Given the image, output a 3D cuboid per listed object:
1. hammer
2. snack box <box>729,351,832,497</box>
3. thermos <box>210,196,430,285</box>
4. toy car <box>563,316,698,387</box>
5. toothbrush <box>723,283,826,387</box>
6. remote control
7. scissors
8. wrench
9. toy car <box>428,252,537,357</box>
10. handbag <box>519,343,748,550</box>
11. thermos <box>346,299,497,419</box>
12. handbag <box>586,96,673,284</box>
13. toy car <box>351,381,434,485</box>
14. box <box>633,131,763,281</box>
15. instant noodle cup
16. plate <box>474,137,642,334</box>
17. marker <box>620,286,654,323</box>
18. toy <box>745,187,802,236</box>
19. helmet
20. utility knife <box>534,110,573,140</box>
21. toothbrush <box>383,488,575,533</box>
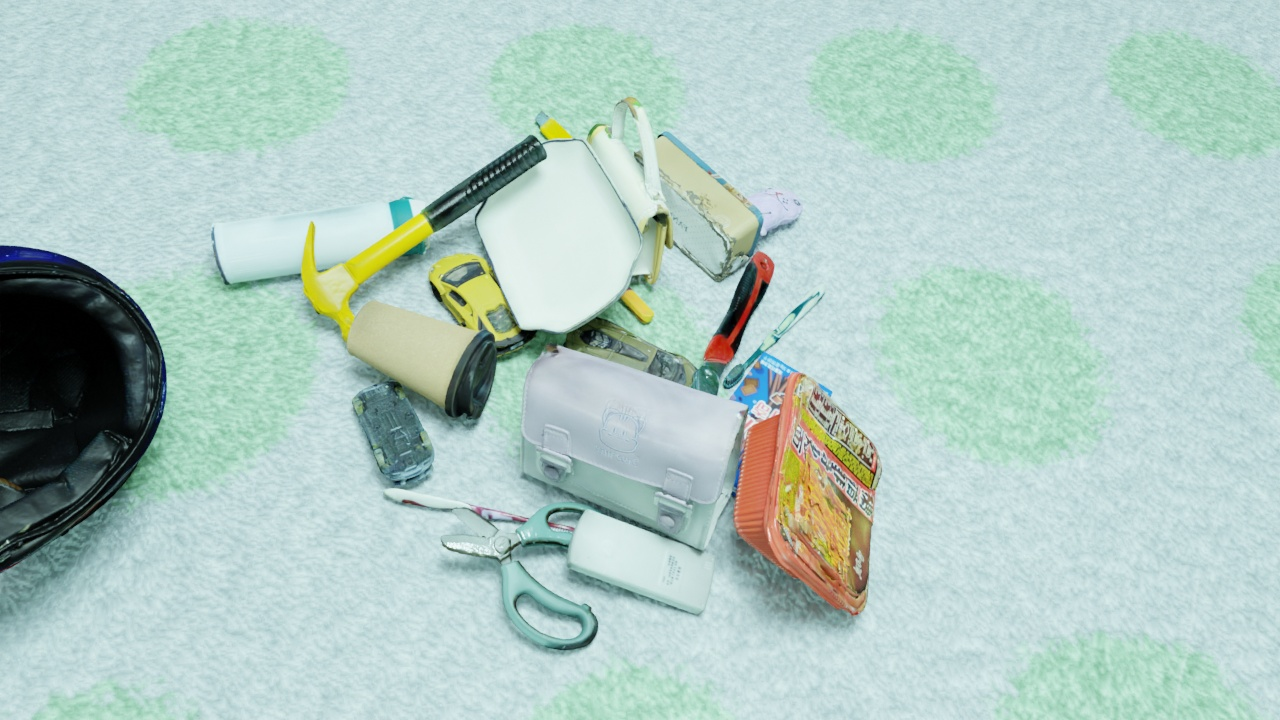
[{"bbox_3d":[-0.227,-0.149,0.981,0.300,0.033,0.129,-38,98,-14],"label":"hammer"},{"bbox_3d":[0.123,0.068,0.938,0.084,0.026,0.156,31,59,14],"label":"snack box"},{"bbox_3d":[-0.343,-0.135,1.005,0.224,0.073,0.073,-11,58,-13],"label":"thermos"},{"bbox_3d":[-0.006,0.006,0.960,0.158,0.042,0.070,25,58,8],"label":"toy car"},{"bbox_3d":[0.152,-0.032,1.013,0.016,0.018,0.191,37,61,18],"label":"toothbrush"},{"bbox_3d":[0.001,0.183,0.836,0.135,0.019,0.056,21,57,-8],"label":"remote control"},{"bbox_3d":[-0.098,0.192,0.819,0.177,0.019,0.169,7,62,-17],"label":"scissors"},{"bbox_3d":[0.092,-0.030,0.990,0.056,0.016,0.272,43,51,-10],"label":"wrench"},{"bbox_3d":[-0.174,-0.064,0.989,0.071,0.041,0.156,-29,62,-24],"label":"toy car"},{"bbox_3d":[-0.010,0.076,0.838,0.197,0.145,0.098,20,45,14],"label":"handbag"},{"bbox_3d":[-0.213,-0.005,0.911,0.143,0.093,0.092,22,57,6],"label":"thermos"},{"bbox_3d":[-0.011,-0.189,1.002,0.063,0.179,0.163,-8,51,-27],"label":"handbag"},{"bbox_3d":[-0.241,0.069,0.897,0.054,0.037,0.120,-23,51,-19],"label":"toy car"},{"bbox_3d":[0.055,-0.182,1.061,0.062,0.090,0.184,-34,71,-24],"label":"box"},{"bbox_3d":[0.151,0.126,0.839,0.079,0.164,0.188,-17,45,36],"label":"instant noodle cup"},{"bbox_3d":[-0.086,-0.133,0.985,0.162,0.034,0.265,-36,52,9],"label":"plate"},{"bbox_3d":[-0.027,-0.085,1.034,0.018,0.015,0.124,-19,55,-41],"label":"marker"},{"bbox_3d":[0.147,-0.180,1.093,0.107,0.039,0.084,-28,52,-37],"label":"toy"},{"bbox_3d":[-0.557,0.050,0.751,0.241,0.247,0.314,-9,34,41],"label":"helmet"},{"bbox_3d":[-0.081,-0.259,1.144,0.033,0.015,0.173,-27,61,-28],"label":"utility knife"},{"bbox_3d":[-0.153,0.147,0.866,0.187,0.016,0.017,12,66,2],"label":"toothbrush"}]
